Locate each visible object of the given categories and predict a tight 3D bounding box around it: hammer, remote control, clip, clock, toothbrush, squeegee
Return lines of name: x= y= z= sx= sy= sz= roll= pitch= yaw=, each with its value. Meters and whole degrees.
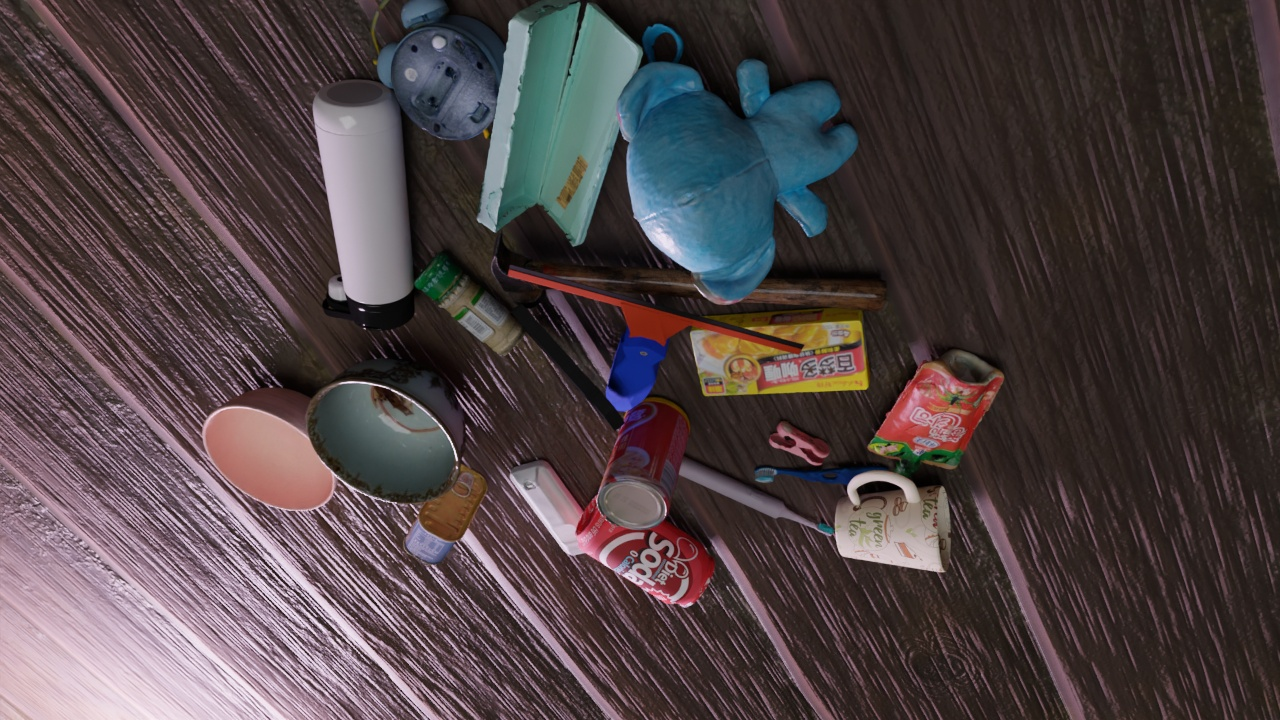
hammer: x=0.039 y=-0.067 z=0.774 sx=0.330 sy=0.033 sz=0.120 roll=4 pitch=166 yaw=6
remote control: x=-0.065 y=0.006 z=0.821 sx=0.133 sy=0.013 sz=0.058 roll=47 pitch=174 yaw=19
clip: x=0.154 y=0.077 z=0.884 sx=0.060 sy=0.023 sz=0.044 roll=10 pitch=130 yaw=15
clock: x=-0.157 y=-0.232 z=0.719 sx=0.124 sy=0.051 sz=0.089 roll=36 pitch=128 yaw=-11
remote control: x=-0.094 y=0.166 z=1.015 sx=0.050 sy=0.022 sz=0.133 roll=-18 pitch=119 yaw=26
toothbrush: x=0.113 y=0.140 z=0.942 sx=0.188 sy=0.018 sz=0.019 roll=25 pitch=130 yaw=-4
squeegee: x=-0.005 y=0.005 z=0.824 sx=0.249 sy=0.055 sz=0.185 roll=15 pitch=155 yaw=-5
toothbrush: x=0.178 y=0.113 z=0.906 sx=0.132 sy=0.016 sz=0.021 roll=-2 pitch=127 yaw=18

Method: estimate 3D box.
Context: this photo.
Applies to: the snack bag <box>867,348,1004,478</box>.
snack bag: x=0.263 y=0.058 z=0.834 sx=0.087 sy=0.044 sz=0.155 roll=11 pitch=134 yaw=-4

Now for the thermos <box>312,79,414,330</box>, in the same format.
thermos: x=-0.253 y=-0.131 z=0.815 sx=0.101 sy=0.068 sz=0.230 roll=19 pitch=130 yaw=17

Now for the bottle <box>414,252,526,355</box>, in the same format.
bottle: x=-0.158 y=-0.051 z=0.860 sx=0.110 sy=0.042 sz=0.043 roll=42 pitch=125 yaw=-18

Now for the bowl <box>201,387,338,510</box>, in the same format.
bowl: x=-0.387 y=0.085 z=1.002 sx=0.153 sy=0.076 sz=0.153 roll=8 pitch=128 yaw=11

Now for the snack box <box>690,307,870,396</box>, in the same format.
snack box: x=0.126 y=-0.007 z=0.825 sx=0.152 sy=0.025 sz=0.075 roll=-3 pitch=125 yaw=18

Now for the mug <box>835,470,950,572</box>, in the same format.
mug: x=0.237 y=0.148 z=0.877 sx=0.097 sy=0.080 sz=0.122 roll=-4 pitch=133 yaw=26

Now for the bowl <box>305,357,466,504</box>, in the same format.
bowl: x=-0.243 y=0.057 z=0.929 sx=0.160 sy=0.093 sz=0.160 roll=7 pitch=127 yaw=10

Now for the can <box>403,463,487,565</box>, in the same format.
can: x=-0.213 y=0.168 z=1.002 sx=0.054 sy=0.099 sz=0.059 roll=31 pitch=130 yaw=-7

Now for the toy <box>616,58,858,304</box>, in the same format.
toy: x=0.072 y=-0.147 z=0.686 sx=0.180 sy=0.115 sz=0.183 roll=-30 pitch=101 yaw=-13

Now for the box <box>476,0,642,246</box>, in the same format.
box: x=-0.057 y=-0.172 z=0.706 sx=0.091 sy=0.077 sz=0.189 roll=31 pitch=134 yaw=9

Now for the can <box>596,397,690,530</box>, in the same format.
can: x=0.005 y=0.096 z=0.872 sx=0.067 sy=0.124 sz=0.067 roll=7 pitch=127 yaw=9

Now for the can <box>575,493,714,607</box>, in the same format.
can: x=0.004 y=0.200 z=0.981 sx=0.142 sy=0.074 sz=0.075 roll=34 pitch=127 yaw=-11

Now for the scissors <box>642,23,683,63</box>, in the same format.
scissors: x=-0.001 y=-0.201 z=0.724 sx=0.117 sy=0.014 sz=0.130 roll=3 pitch=133 yaw=17
